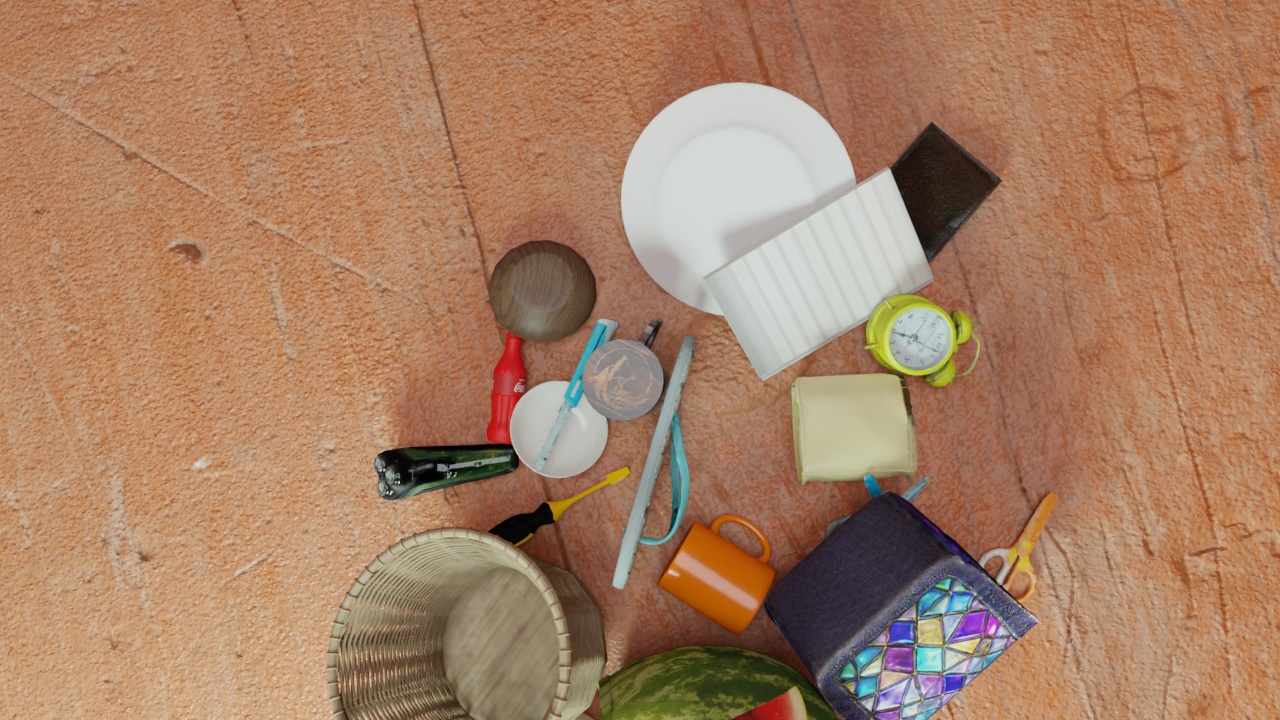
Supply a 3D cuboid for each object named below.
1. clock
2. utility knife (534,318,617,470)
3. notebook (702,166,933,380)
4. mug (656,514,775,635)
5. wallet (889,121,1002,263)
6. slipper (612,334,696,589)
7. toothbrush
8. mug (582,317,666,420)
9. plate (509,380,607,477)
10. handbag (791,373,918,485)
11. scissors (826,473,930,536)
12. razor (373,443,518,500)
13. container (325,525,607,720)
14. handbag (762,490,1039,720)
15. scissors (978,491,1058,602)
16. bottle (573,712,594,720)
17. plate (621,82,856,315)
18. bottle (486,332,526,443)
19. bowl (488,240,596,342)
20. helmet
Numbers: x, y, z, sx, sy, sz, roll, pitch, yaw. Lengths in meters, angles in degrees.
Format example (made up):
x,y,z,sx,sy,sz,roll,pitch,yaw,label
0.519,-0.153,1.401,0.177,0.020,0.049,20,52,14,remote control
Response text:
x,y,z,sx,sy,sz,roll,pitch,yaw,label
0.292,-0.021,0.945,0.119,0.057,0.083,19,97,-6,clock
-0.068,0.036,0.975,0.022,0.015,0.180,23,75,0,utility knife
0.186,-0.083,0.940,0.210,0.009,0.142,-31,120,5,notebook
0.086,0.210,0.950,0.096,0.078,0.112,31,62,6,mug
0.305,-0.176,0.969,0.099,0.031,0.120,42,93,7,wallet
0.030,0.107,0.949,0.055,0.098,0.268,15,80,2,slipper
-0.099,0.164,0.985,0.197,0.031,0.031,-28,68,0,toothbrush
-0.006,0.006,0.945,0.080,0.107,0.116,25,89,5,mug
-0.088,0.075,0.981,0.104,0.026,0.104,3,75,-11,plate
0.218,0.069,0.941,0.119,0.081,0.111,-4,79,6,handbag
0.258,0.161,0.935,0.137,0.011,0.134,27,127,-14,scissors
-0.206,0.115,0.979,0.151,0.067,0.054,-6,90,-4,razor
-0.146,0.279,0.879,0.227,0.196,0.226,-3,76,13,container
0.254,0.262,0.887,0.205,0.125,0.222,-43,121,4,handbag
0.396,0.189,0.951,0.064,0.013,0.128,27,90,5,scissors
-0.093,0.439,0.958,0.051,0.051,0.146,34,90,6,bottle
0.097,-0.157,0.938,0.243,0.016,0.243,5,113,11,plate
-0.142,0.029,0.991,0.036,0.036,0.119,6,87,5,bottle
-0.105,-0.079,0.983,0.118,0.030,0.117,1,76,-4,bowl
0.077,0.378,0.853,0.247,0.244,0.212,7,50,-2,helmet
